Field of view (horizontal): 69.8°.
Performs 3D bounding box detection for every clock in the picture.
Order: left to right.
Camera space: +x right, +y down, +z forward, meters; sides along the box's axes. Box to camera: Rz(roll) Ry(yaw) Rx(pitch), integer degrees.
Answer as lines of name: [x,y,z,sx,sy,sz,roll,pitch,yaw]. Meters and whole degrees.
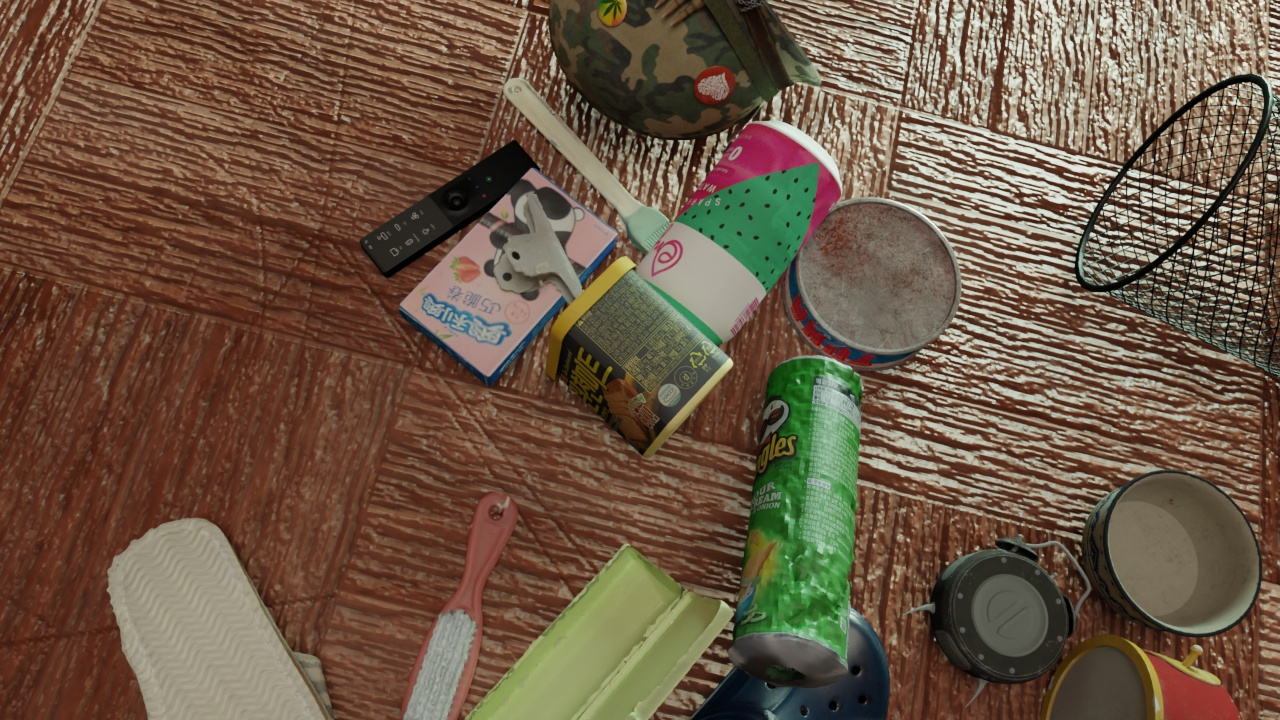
clock: [0.257,0.179,0.653,0.122,0.044,0.091,-30,78,-14]
clock: [0.328,0.265,0.595,0.081,0.117,0.158,21,65,-3]

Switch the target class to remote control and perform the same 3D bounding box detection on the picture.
remote control: [-0.148,-0.121,0.721,0.149,0.013,0.034,-37,80,-15]

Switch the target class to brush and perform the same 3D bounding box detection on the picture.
brush: [-0.121,0.171,0.625,0.041,0.030,0.172,17,71,-1]
brush: [-0.038,-0.154,0.745,0.033,0.012,0.217,-39,79,-16]

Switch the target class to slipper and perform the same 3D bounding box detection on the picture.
slipper: [-0.259,0.224,0.581,0.114,0.054,0.272,-28,68,-10]
slipper: [0.071,0.262,0.584,0.252,0.095,0.105,-40,78,-12]

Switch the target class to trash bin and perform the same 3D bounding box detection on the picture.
trash bin: [0.482,-0.078,0.693,0.210,0.184,0.183,30,72,-2]

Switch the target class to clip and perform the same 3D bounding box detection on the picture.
clip: [-0.078,-0.075,0.670,0.054,0.041,0.101,-22,76,-26]

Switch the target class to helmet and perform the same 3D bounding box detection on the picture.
helmet: [0.051,-0.279,0.692,0.224,0.192,0.236,33,99,18]

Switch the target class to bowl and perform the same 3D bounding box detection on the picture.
bowl: [0.376,0.142,0.668,0.115,0.059,0.115,2,73,-5]

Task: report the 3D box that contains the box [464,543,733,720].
box: [-0.032,0.211,0.580,0.187,0.141,0.048,-46,113,-18]

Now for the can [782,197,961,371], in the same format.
can: [0.180,-0.060,0.719,0.130,0.044,0.129,2,73,-5]

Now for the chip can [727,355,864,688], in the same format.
chip can: [0.108,0.101,0.609,0.075,0.076,0.222,16,50,-1]

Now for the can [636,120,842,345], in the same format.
can: [0.070,-0.091,0.680,0.088,0.088,0.166,37,88,6]

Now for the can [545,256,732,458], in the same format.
can: [-0.004,0.004,0.637,0.101,0.131,0.072,43,73,5]

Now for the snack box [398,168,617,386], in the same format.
snack box: [-0.098,-0.064,0.698,0.088,0.033,0.154,39,73,6]
